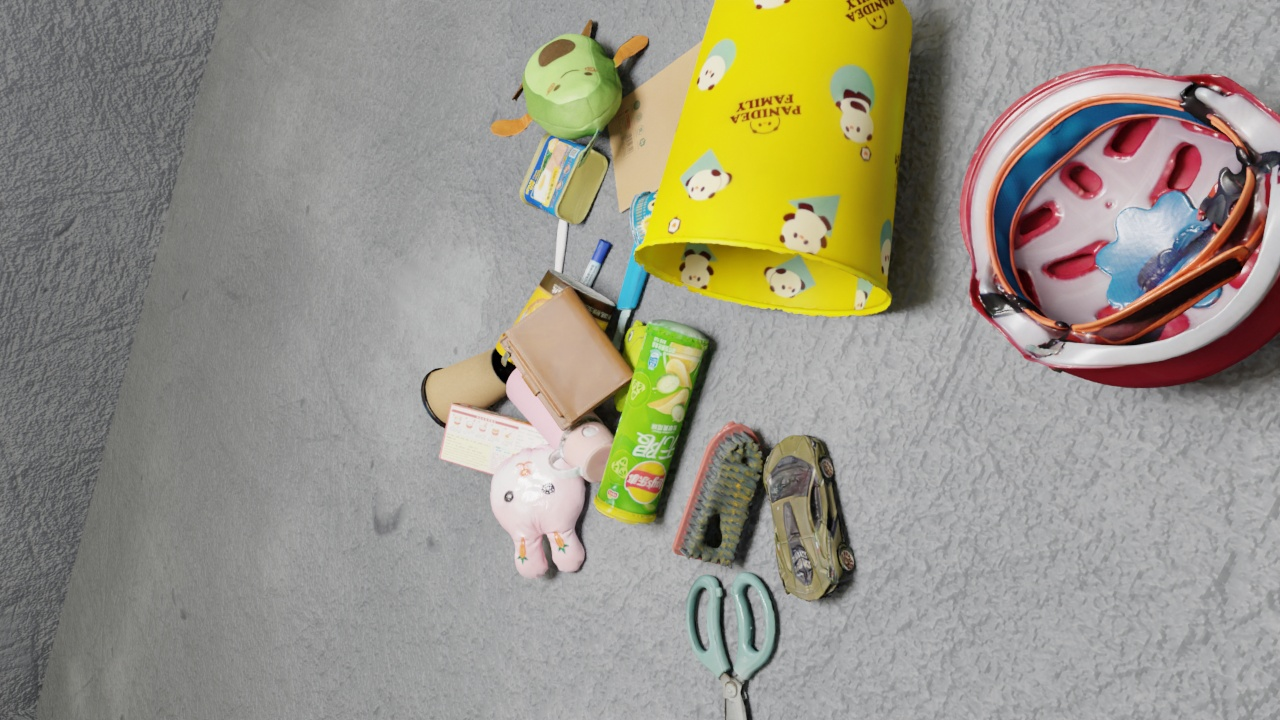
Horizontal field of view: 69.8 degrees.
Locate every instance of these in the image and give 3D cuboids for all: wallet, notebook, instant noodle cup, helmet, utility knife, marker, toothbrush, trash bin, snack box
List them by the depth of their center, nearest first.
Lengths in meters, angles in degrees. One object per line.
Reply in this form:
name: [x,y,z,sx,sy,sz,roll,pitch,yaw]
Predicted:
helmet: [0.347,-0.084,0.637,0.207,0.143,0.239,-50,37,27]
trash bin: [0.131,-0.191,0.831,0.230,0.229,0.255,5,80,47]
instant noodle cup: [0.060,-0.154,0.985,0.110,0.099,0.099,-19,69,35]
wallet: [-0.090,0.001,1.035,0.119,0.035,0.130,-37,81,5]
notebook: [0.037,-0.283,1.088,0.208,0.008,0.147,-24,66,41]
utility knife: [-0.008,-0.092,1.092,0.034,0.018,0.218,24,99,46]
instant noodle cup: [-0.097,-0.039,1.111,0.118,0.118,0.114,36,100,44]
marker: [-0.075,-0.086,1.162,0.017,0.016,0.146,43,113,42]
snack box: [-0.183,0.109,1.185,0.156,0.027,0.077,13,93,21]
toothbrush: [-0.112,-0.107,1.204,0.016,0.016,0.180,1,82,39]

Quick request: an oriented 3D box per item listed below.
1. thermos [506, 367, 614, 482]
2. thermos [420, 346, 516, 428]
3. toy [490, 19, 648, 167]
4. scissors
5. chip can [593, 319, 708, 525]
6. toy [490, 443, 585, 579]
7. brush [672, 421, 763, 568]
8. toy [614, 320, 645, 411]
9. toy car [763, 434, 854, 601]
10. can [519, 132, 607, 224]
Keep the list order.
thermos: [-0.101,0.077,1.103,0.198,0.087,0.067,43,148,46]
thermos: [-0.231,0.035,1.257,0.144,0.093,0.093,-27,63,31]
toy: [-0.090,-0.347,1.156,0.227,0.090,0.246,-34,41,5]
scissors: [0.082,0.301,0.927,0.144,0.019,0.180,-1,83,46]
chip can: [0.012,0.065,1.004,0.073,0.072,0.221,23,99,46]
toy: [-0.120,0.183,1.115,0.121,0.054,0.159,-15,82,12]
brush: [0.081,0.133,0.933,0.069,0.063,0.146,-141,67,-74]
toy: [-0.006,0.006,1.061,0.100,0.031,0.096,-57,34,33]
toy car: [0.153,0.146,0.867,0.070,0.042,0.158,-27,62,40]
can: [-0.098,-0.234,1.183,0.083,0.057,0.102,33,102,42]
